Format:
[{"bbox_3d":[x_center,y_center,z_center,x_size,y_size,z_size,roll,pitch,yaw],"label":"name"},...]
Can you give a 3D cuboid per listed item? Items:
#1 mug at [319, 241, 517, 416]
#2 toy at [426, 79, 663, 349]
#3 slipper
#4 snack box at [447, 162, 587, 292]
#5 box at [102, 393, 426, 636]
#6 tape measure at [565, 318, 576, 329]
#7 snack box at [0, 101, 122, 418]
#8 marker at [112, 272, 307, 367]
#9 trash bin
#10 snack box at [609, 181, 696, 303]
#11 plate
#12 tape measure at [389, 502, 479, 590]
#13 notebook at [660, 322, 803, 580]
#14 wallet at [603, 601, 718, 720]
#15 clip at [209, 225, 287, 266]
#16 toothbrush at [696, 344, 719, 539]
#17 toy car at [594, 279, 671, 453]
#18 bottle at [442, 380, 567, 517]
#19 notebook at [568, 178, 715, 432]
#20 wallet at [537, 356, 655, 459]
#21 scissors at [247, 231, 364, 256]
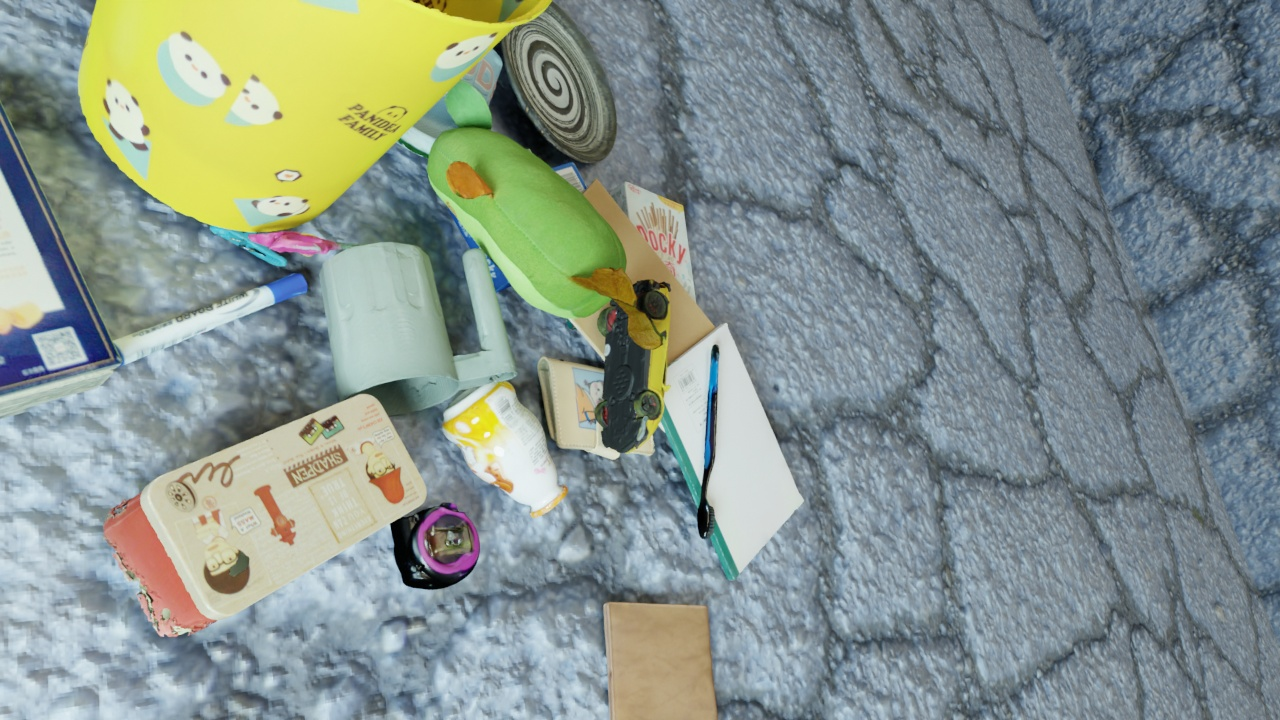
[{"bbox_3d":[-0.160,-0.025,0.655,0.123,0.084,0.103,-12,74,-13],"label":"mug"},{"bbox_3d":[-0.080,-0.101,0.708,0.246,0.090,0.227,46,4,21],"label":"toy"},{"bbox_3d":[-0.166,-0.271,0.801,0.104,0.074,0.244,29,49,-34],"label":"slipper"},{"bbox_3d":[-0.095,-0.124,0.833,0.156,0.026,0.084,-32,93,-49],"label":"snack box"},{"bbox_3d":[-0.224,0.093,0.559,0.167,0.077,0.091,-29,91,-55],"label":"box"},{"bbox_3d":[-0.050,-0.055,0.845,0.054,0.025,0.058,2,73,-48],"label":"tape measure"},{"bbox_3d":[-0.396,-0.047,0.466,0.177,0.046,0.182,-24,88,-49],"label":"snack box"},{"bbox_3d":[-0.280,-0.028,0.598,0.145,0.017,0.017,-35,96,-49],"label":"marker"},{"bbox_3d":[-0.216,-0.224,0.573,0.229,0.256,0.229,26,48,-33],"label":"trash bin"},{"bbox_3d":[0.015,-0.099,0.935,0.084,0.027,0.156,14,61,-41],"label":"snack box"},{"bbox_3d":[-0.085,-0.277,0.913,0.179,0.024,0.179,34,46,-46],"label":"plate"},{"bbox_3d":[-0.141,0.130,0.641,0.057,0.039,0.057,0,70,-46],"label":"tape measure"},{"bbox_3d":[0.086,0.084,0.894,0.150,0.012,0.209,-35,106,-47],"label":"notebook"},{"bbox_3d":[0.017,0.252,0.759,0.115,0.020,0.101,16,60,-37],"label":"wallet"},{"bbox_3d":[-0.271,-0.086,0.641,0.056,0.014,0.043,28,50,-32],"label":"clip"},{"bbox_3d":[0.066,0.073,0.857,0.016,0.014,0.189,25,61,-42],"label":"toothbrush"},{"bbox_3d":[-0.005,0.005,0.782,0.041,0.071,0.155,15,69,-35],"label":"toy car"},{"bbox_3d":[-0.100,0.068,0.699,0.108,0.063,0.063,54,42,-10],"label":"bottle"},{"bbox_3d":[-0.009,-0.053,0.859,0.207,0.008,0.147,50,45,-18],"label":"notebook"},{"bbox_3d":[-0.037,0.045,0.809,0.115,0.024,0.087,13,56,-44],"label":"wallet"},{"bbox_3d":[-0.222,-0.083,0.664,0.133,0.057,0.017,-14,114,-68],"label":"scissors"}]
